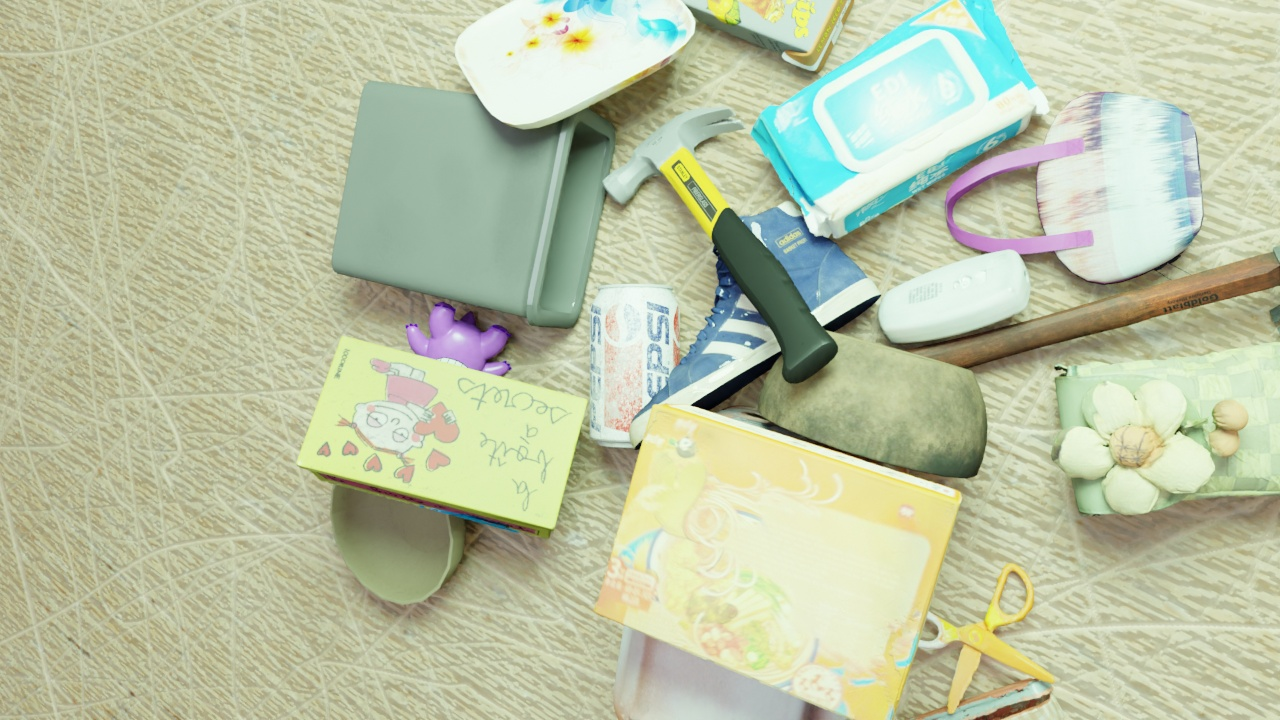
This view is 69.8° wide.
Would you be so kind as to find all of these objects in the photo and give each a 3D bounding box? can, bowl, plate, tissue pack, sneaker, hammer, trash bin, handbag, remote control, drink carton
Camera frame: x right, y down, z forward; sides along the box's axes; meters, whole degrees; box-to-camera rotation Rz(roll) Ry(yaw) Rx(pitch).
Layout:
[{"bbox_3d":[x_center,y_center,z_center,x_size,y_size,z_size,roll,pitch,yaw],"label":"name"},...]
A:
[{"bbox_3d":[-0.005,0.005,0.793,0.078,0.078,0.136,0,90,21],"label":"can"},{"bbox_3d":[0.171,0.025,0.664,0.162,0.162,0.070,17,96,20],"label":"bowl"},{"bbox_3d":[-0.059,-0.272,0.785,0.187,0.016,0.187,-28,50,-4],"label":"plate"},{"bbox_3d":[0.202,-0.190,0.711,0.209,0.066,0.117,-29,77,7],"label":"tissue pack"},{"bbox_3d":[0.063,-0.040,0.739,0.233,0.091,0.118,-32,77,-2],"label":"sneaker"},{"bbox_3d":[-0.225,0.153,0.883,0.152,0.050,0.152,5,101,28],"label":"bowl"},{"bbox_3d":[0.342,-0.034,0.664,0.301,0.111,0.028,-18,40,28],"label":"hammer"},{"bbox_3d":[0.065,-0.099,0.701,0.127,0.029,0.323,-41,42,13],"label":"hammer"},{"bbox_3d":[0.094,0.177,0.715,0.182,0.157,0.260,12,95,20],"label":"trash bin"},{"bbox_3d":[0.316,-0.121,0.684,0.170,0.068,0.144,-6,93,27],"label":"handbag"},{"bbox_3d":[0.379,0.046,0.626,0.187,0.116,0.113,-10,86,22],"label":"handbag"},{"bbox_3d":[0.239,-0.047,0.705,0.115,0.028,0.060,-20,39,35],"label":"remote control"},{"bbox_3d":[0.107,-0.299,0.765,0.125,0.048,0.076,29,100,18],"label":"drink carton"},{"bbox_3d":[-0.154,-0.145,0.841,0.220,0.097,0.192,14,95,21],"label":"trash bin"}]

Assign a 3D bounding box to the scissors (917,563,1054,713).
[{"bbox_3d":[0.258,0.212,0.712,0.130,0.011,0.125,17,76,37],"label":"scissors"}]

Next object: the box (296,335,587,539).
[{"bbox_3d":[-0.165,0.070,0.798,0.221,0.082,0.124,16,71,1],"label":"box"}]

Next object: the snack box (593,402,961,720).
[{"bbox_3d":[0.087,0.124,0.590,0.195,0.080,0.145,17,94,19],"label":"snack box"}]

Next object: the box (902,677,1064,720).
[{"bbox_3d":[0.239,0.299,0.719,0.187,0.060,0.057,-29,37,19],"label":"box"}]

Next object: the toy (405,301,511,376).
[{"bbox_3d":[-0.175,-0.006,0.869,0.106,0.056,0.088,23,98,-16],"label":"toy"}]
